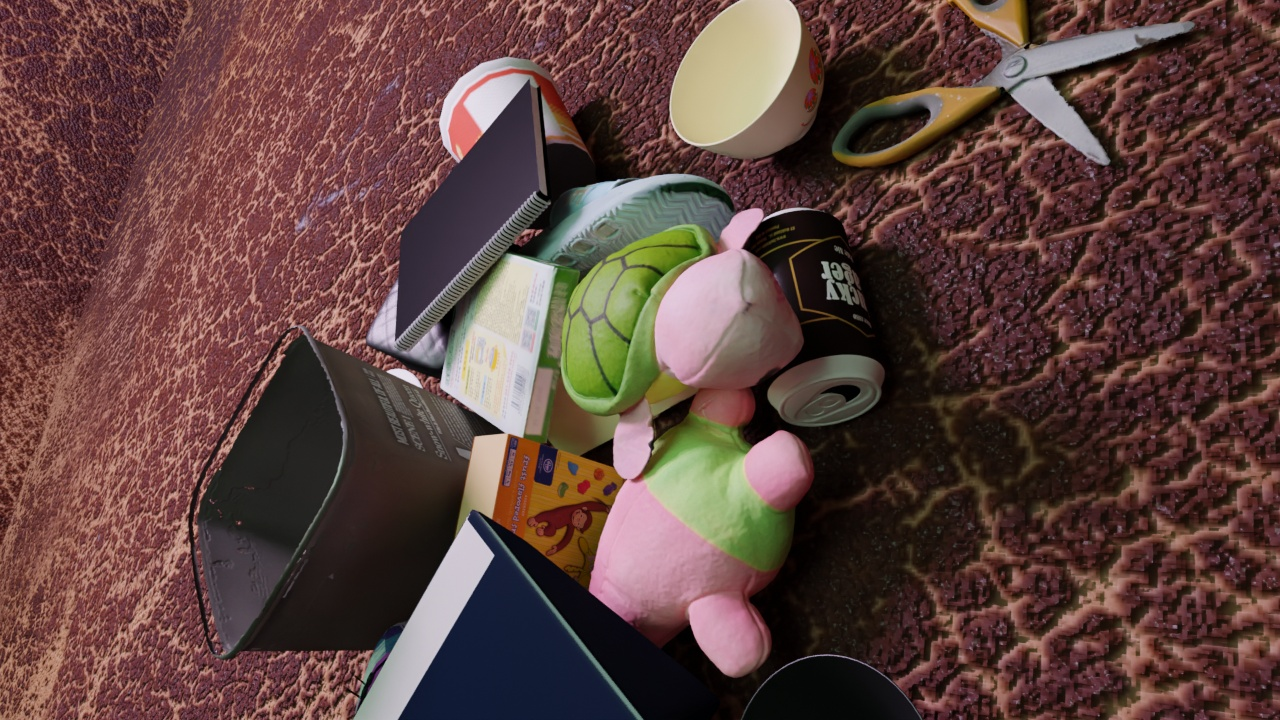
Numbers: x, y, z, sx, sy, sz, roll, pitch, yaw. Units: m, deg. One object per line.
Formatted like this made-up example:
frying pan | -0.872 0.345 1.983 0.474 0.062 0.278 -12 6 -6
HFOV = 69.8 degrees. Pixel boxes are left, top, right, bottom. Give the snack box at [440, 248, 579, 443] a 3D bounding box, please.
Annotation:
snack box | -0.109 -0.020 0.729 0.168 0.027 0.132 23 104 54

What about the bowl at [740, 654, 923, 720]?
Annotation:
bowl | 0.111 0.218 0.472 0.124 0.052 0.123 -23 57 39

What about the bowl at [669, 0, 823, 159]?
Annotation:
bowl | 0.090 -0.195 0.673 0.118 0.074 0.117 -23 57 39

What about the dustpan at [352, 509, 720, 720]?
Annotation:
dustpan | -0.048 0.263 0.546 0.273 0.080 0.237 43 113 31

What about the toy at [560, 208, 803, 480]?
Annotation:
toy | 0.012 -0.024 0.574 0.190 0.087 0.238 -60 28 -6

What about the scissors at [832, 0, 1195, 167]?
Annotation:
scissors | 0.221 -0.195 0.577 0.226 0.016 0.224 -7 67 45

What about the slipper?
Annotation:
slipper | -0.033 -0.100 0.743 0.246 0.104 0.074 -20 61 45

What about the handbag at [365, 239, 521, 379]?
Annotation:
handbag | -0.164 -0.048 0.879 0.125 0.114 0.153 21 76 33

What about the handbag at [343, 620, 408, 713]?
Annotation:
handbag | -0.138 0.274 0.664 0.068 0.144 0.170 30 122 57

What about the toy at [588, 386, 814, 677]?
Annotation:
toy | 0.021 0.126 0.579 0.237 0.096 0.192 -55 29 14

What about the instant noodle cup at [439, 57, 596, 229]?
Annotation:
instant noodle cup | -0.109 -0.196 0.860 0.124 0.123 0.121 -48 51 20

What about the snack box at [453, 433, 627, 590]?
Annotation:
snack box | -0.064 0.112 0.653 0.040 0.125 0.088 -9 65 44

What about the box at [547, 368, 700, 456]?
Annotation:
box | -0.009 -0.007 0.714 0.188 0.091 0.083 -29 18 34

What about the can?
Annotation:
can | 0.106 -0.029 0.579 0.072 0.072 0.128 -31 52 34

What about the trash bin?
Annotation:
trash bin | -0.194 0.119 0.716 0.198 0.220 0.197 -56 42 12

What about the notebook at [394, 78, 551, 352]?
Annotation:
notebook | -0.146 -0.119 0.771 0.207 0.016 0.148 -40 42 32

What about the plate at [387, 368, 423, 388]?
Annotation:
plate | -0.294 0.107 0.986 0.209 0.015 0.208 -23 57 39
